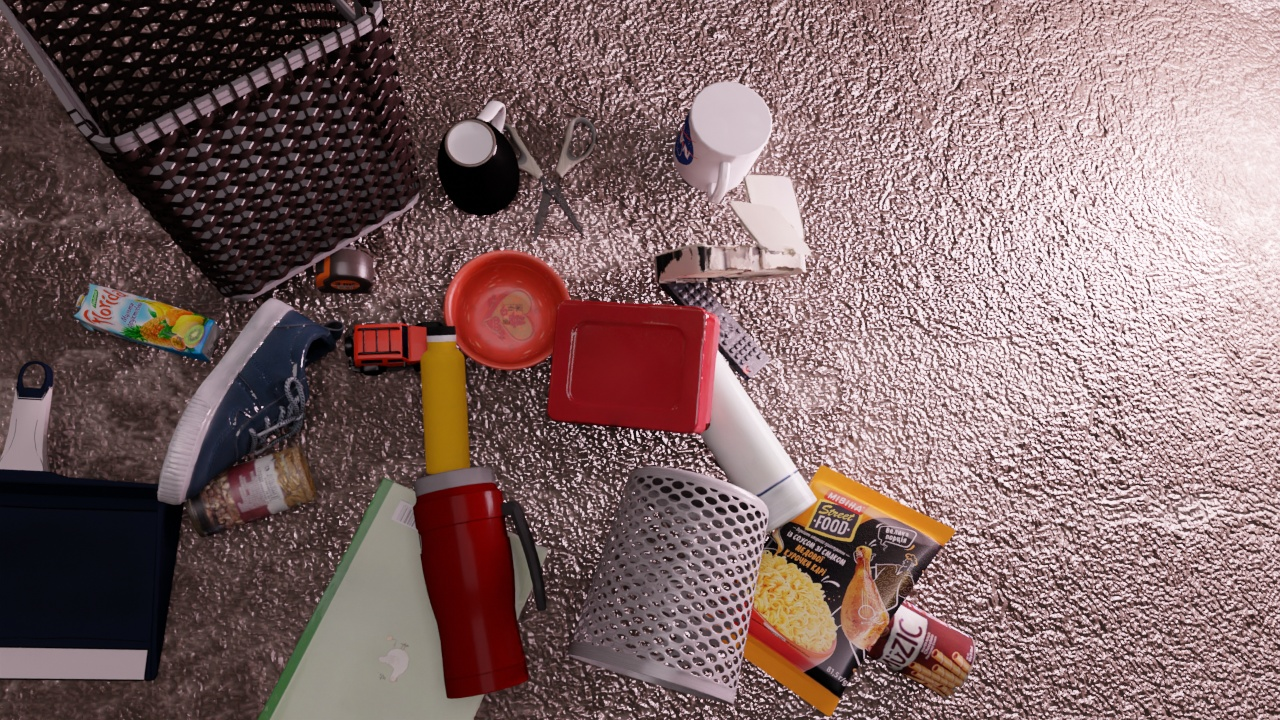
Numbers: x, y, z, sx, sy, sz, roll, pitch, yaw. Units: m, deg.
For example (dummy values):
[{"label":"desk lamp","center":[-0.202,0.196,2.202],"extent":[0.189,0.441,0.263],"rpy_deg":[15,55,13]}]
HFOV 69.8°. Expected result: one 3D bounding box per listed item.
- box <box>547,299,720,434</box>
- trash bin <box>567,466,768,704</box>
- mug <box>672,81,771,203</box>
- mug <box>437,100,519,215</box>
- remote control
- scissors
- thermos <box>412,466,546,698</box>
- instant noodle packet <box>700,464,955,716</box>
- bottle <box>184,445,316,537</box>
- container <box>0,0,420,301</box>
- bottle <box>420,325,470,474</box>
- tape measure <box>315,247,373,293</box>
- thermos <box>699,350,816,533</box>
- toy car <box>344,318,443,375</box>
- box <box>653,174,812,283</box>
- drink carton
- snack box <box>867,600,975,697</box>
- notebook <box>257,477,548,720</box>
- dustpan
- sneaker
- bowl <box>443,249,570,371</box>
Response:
[{"label":"box","center":[-0.006,0.005,0.909],"extent":[0.158,0.087,0.128],"rpy_deg":[4,85,18]},{"label":"trash bin","center":[0.033,0.208,0.866],"extent":[0.156,0.157,0.183],"rpy_deg":[19,70,-5]},{"label":"mug","center":[0.090,-0.235,1.029],"extent":[0.091,0.090,0.121],"rpy_deg":[6,74,-9]},{"label":"mug","center":[-0.167,-0.223,0.964],"extent":[0.085,0.100,0.118],"rpy_deg":[16,79,0]},{"label":"remote control","center":[0.077,-0.042,1.008],"extent":[0.150,0.022,0.047],"rpy_deg":[49,48,4]},{"label":"scissors","center":[-0.103,-0.213,1.029],"extent":[0.171,0.013,0.157],"rpy_deg":[40,73,1]},{"label":"thermos","center":[-0.147,0.201,0.855],"extent":[0.108,0.084,0.198],"rpy_deg":[-12,79,3]},{"label":"instant noodle packet","center":[0.184,0.218,0.916],"extent":[0.160,0.032,0.220],"rpy_deg":[26,66,40]},{"label":"bottle","center":[-0.366,0.123,0.864],"extent":[0.105,0.056,0.056],"rpy_deg":[-18,79,-15]},{"label":"container","center":[-0.367,-0.240,0.838],"extent":[0.245,0.244,0.247],"rpy_deg":[-35,68,-17]},{"label":"bottle","center":[-0.193,0.038,0.905],"extent":[0.043,0.043,0.143],"rpy_deg":[-3,93,-11]},{"label":"tape measure","center":[-0.302,-0.094,0.935],"extent":[0.058,0.059,0.038],"rpy_deg":[0,75,-14]},{"label":"thermos","center":[0.093,0.067,0.953],"extent":[0.067,0.068,0.230],"rpy_deg":[-29,78,-17]},{"label":"toy car","center":[-0.246,-0.014,0.928],"extent":[0.100,0.049,0.051],"rpy_deg":[-3,75,-12]},{"label":"box","center":[0.115,-0.141,0.935],"extent":[0.143,0.188,0.105],"rpy_deg":[-5,90,-33]},{"label":"drink carton","center":[-0.480,-0.036,0.896],"extent":[0.129,0.039,0.044],"rpy_deg":[17,72,-5]},{"label":"snack box","center":[0.268,0.282,0.931],"extent":[0.121,0.072,0.072],"rpy_deg":[30,72,-2]},{"label":"notebook","center":[-0.222,0.261,0.878],"extent":[0.182,0.010,0.252],"rpy_deg":[25,72,-3]},{"label":"dustpan","center":[-0.545,0.142,0.813],"extent":[0.236,0.080,0.272],"rpy_deg":[4,74,-10]},{"label":"sneaker","center":[-0.360,0.042,0.859],"extent":[0.087,0.089,0.234],"rpy_deg":[26,53,-9]},{"label":"bowl","center":[-0.139,-0.047,0.959],"extent":[0.130,0.045,0.130],"rpy_deg":[3,74,-10]}]
